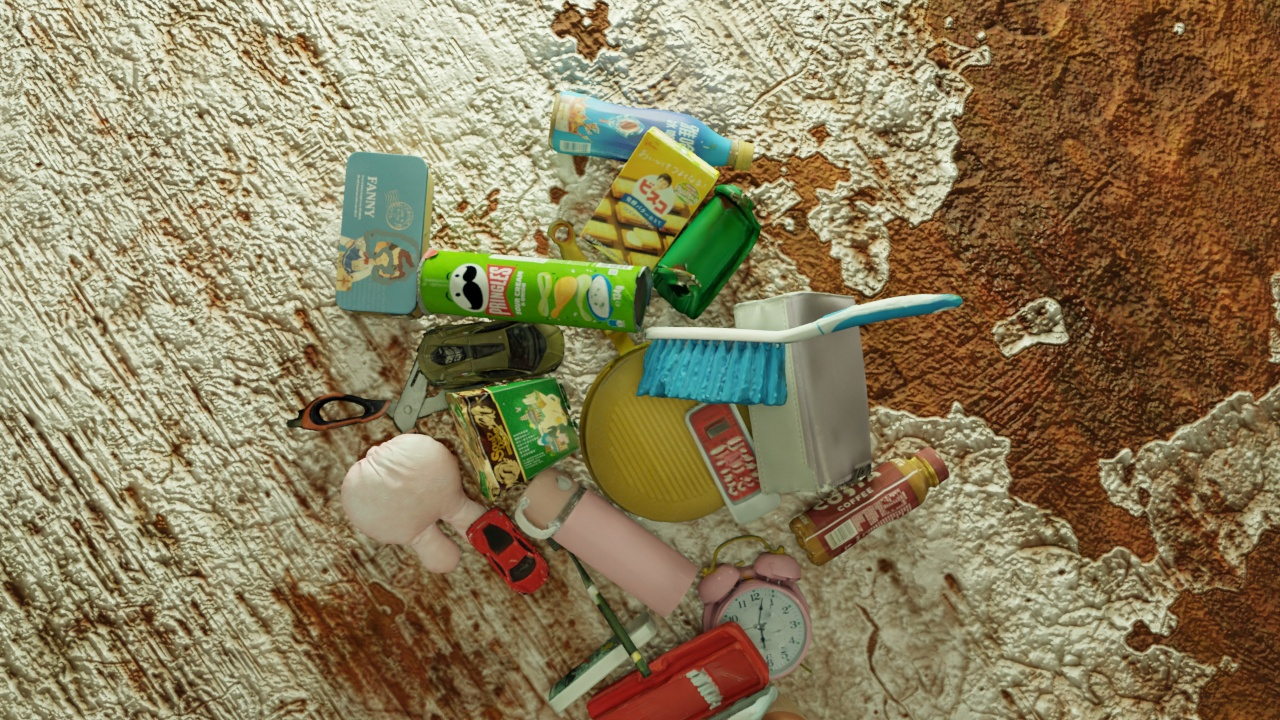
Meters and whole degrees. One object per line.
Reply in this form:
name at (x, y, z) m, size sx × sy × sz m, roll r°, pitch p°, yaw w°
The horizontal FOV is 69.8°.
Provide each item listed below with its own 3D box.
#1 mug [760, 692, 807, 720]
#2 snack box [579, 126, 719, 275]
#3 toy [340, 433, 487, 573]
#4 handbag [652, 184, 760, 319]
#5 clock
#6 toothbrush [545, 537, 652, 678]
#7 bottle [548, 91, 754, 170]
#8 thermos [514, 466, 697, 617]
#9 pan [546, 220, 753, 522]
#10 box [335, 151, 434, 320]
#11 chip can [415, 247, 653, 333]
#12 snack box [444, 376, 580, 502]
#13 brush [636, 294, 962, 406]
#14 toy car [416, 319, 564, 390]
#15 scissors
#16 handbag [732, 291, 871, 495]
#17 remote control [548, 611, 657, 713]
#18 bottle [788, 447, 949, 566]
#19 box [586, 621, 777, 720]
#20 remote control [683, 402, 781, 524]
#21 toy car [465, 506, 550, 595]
mug at (0.125, 0.396, 0.948) m, size 0.114 × 0.106 × 0.081 m, roll 2°, pitch 88°, yaw -2°
snack box at (0.009, -0.163, 0.967) m, size 0.087 × 0.033 × 0.141 m, roll 35°, pitch 115°, yaw -4°
toy at (-0.232, 0.151, 0.960) m, size 0.121 × 0.054 × 0.159 m, roll -41°, pitch 112°, yaw -8°
handbag at (0.070, -0.113, 0.957) m, size 0.068 × 0.120 × 0.131 m, roll 38°, pitch 86°, yaw 3°
clock at (0.122, 0.263, 0.975) m, size 0.117 × 0.060 × 0.158 m, roll -13°, pitch 88°, yaw -1°
toothbrush at (-0.046, 0.252, 0.958) m, size 0.017 × 0.012 × 0.186 m, roll -40°, pitch 66°, yaw 4°
bottle at (0.013, -0.239, 0.986) m, size 0.218 × 0.065 × 0.065 m, roll 9°, pitch 87°, yaw -2°
thermos at (-0.040, 0.192, 0.961) m, size 0.198 × 0.087 × 0.067 m, roll 36°, pitch 123°, yaw -2°
pan at (-0.006, 0.006, 0.988) m, size 0.197 × 0.078 × 0.357 m, roll -29°, pitch 96°, yaw -6°
box at (-0.268, -0.136, 0.975) m, size 0.090 × 0.062 × 0.184 m, roll 2°, pitch 90°, yaw -3°
chip can at (-0.109, -0.073, 0.944) m, size 0.236 × 0.072 × 0.072 m, roll 6°, pitch 87°, yaw 12°
snack box at (-0.130, 0.072, 0.952) m, size 0.105 × 0.118 × 0.118 m, roll -20°, pitch 95°, yaw -18°
brush at (0.135, -0.009, 0.859) m, size 0.315 × 0.060 × 0.109 m, roll 3°, pitch 88°, yaw 30°
toy car at (-0.158, -0.011, 0.980) m, size 0.158 × 0.042 × 0.070 m, roll -9°, pitch 89°, yaw -13°
scissors at (-0.263, 0.070, 0.988) m, size 0.222 × 0.015 × 0.189 m, roll -15°, pitch 90°, yaw -6°
handbag at (0.174, 0.031, 0.952) m, size 0.144 × 0.099 × 0.197 m, roll -4°, pitch 85°, yaw -47°
remote control at (-0.040, 0.317, 0.970) m, size 0.135 × 0.056 × 0.019 m, roll -39°, pitch 89°, yaw -2°
bottle at (0.247, 0.154, 0.985) m, size 0.175 × 0.057 × 0.057 m, roll -30°, pitch 89°, yaw -3°
box at (0.033, 0.355, 0.917) m, size 0.202 × 0.101 × 0.095 m, roll -34°, pitch 92°, yaw 19°
remote control at (0.096, 0.103, 0.956) m, size 0.056 × 0.020 × 0.136 m, roll -27°, pitch 95°, yaw -7°
toy car at (-0.137, 0.205, 0.972) m, size 0.049 × 0.031 × 0.106 m, roll -39°, pitch 111°, yaw -9°
